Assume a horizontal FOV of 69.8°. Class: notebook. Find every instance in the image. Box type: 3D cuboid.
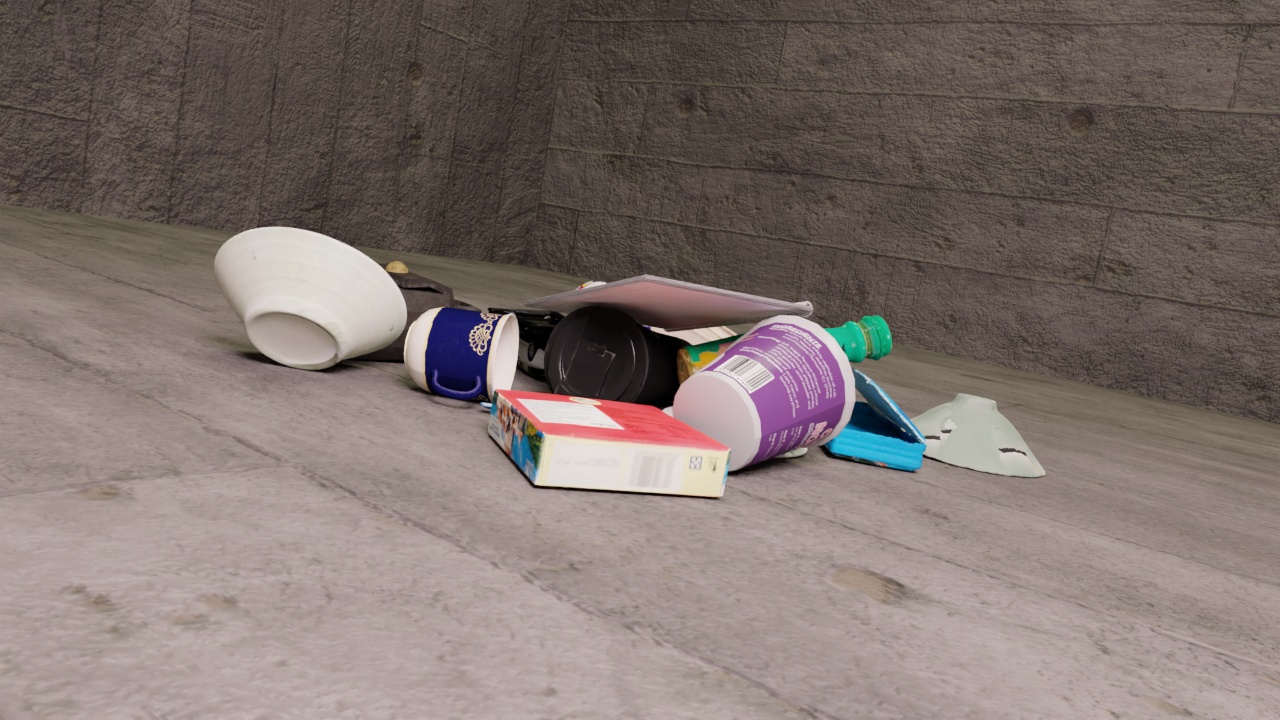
[{"bbox_3d":[0.019,-0.052,0.873,0.177,0.013,0.246,8,-6,-29],"label":"notebook"}]

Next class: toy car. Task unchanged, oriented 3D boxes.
[{"bbox_3d":[-0.114,-0.018,1.064,0.094,0.071,0.192,5,8,-26],"label":"toy car"}]

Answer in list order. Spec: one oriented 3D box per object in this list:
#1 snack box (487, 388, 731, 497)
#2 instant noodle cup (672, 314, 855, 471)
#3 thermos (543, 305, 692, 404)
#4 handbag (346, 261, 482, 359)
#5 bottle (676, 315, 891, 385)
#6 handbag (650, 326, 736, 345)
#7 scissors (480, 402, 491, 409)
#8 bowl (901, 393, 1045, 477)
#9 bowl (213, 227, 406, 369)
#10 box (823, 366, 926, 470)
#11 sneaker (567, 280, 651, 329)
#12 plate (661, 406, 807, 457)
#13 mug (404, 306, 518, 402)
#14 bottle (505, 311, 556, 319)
[{"bbox_3d":[-0.028,0.060,0.689,0.142,0.040,0.145,7,7,-23],"label":"snack box"},{"bbox_3d":[0.090,0.033,0.774,0.137,0.122,0.121,18,26,37],"label":"instant noodle cup"},{"bbox_3d":[-0.006,0.006,0.942,0.106,0.106,0.218,13,3,24],"label":"thermos"},{"bbox_3d":[-0.278,-0.061,1.049,0.199,0.102,0.197,5,9,-36],"label":"handbag"},{"bbox_3d":[0.144,-0.002,0.908,0.209,0.068,0.068,-13,11,-9],"label":"bottle"},{"bbox_3d":[0.106,0.005,1.159,0.198,0.101,0.194,23,8,4],"label":"handbag"},{"bbox_3d":[-0.080,0.051,0.807,0.131,0.022,0.070,8,8,12],"label":"scissors"},{"bbox_3d":[0.365,0.073,1.020,0.174,0.068,0.174,12,7,-2],"label":"bowl"},{"bbox_3d":[-0.309,-0.039,0.842,0.177,0.057,0.177,4,-38,3],"label":"bowl"},{"bbox_3d":[0.233,0.045,0.982,0.092,0.085,0.243,11,7,-1],"label":"box"},{"bbox_3d":[-0.050,-0.055,1.188,0.111,0.092,0.244,52,8,4],"label":"sneaker"},{"bbox_3d":[0.085,0.067,0.894,0.157,0.014,0.157,9,8,-1],"label":"plate"},{"bbox_3d":[-0.170,0.000,0.841,0.089,0.086,0.111,8,33,6],"label":"mug"},{"bbox_3d":[-0.160,-0.035,1.188,0.160,0.056,0.056,4,9,-41],"label":"bottle"}]
